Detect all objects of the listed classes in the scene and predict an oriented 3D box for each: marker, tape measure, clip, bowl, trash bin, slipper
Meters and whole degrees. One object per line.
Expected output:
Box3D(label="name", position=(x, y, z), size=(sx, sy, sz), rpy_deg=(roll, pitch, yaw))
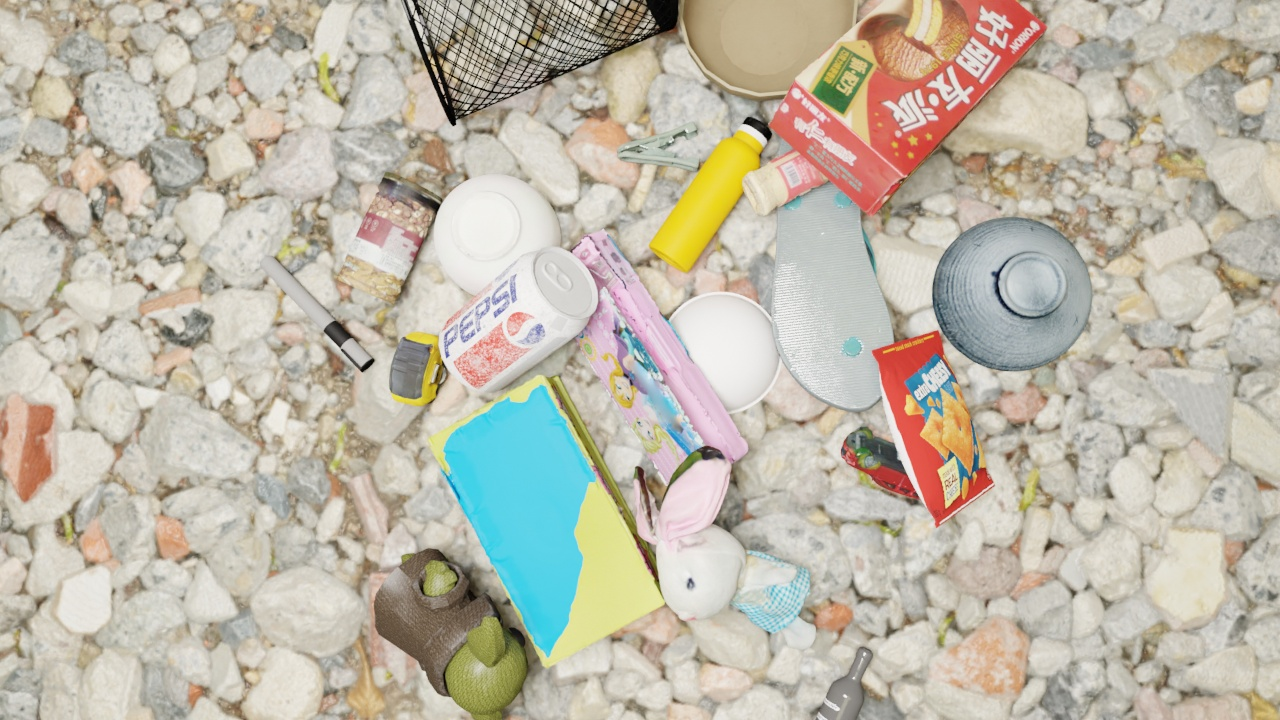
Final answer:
Box3D(label="marker", position=(-0.298, -0.044, 0.844), size=(0.140, 0.016, 0.016), rpy_deg=(44, 90, 6))
Box3D(label="tape measure", position=(-0.193, 0.008, 0.809), size=(0.037, 0.064, 0.065), rpy_deg=(16, 88, 6))
Box3D(label="clip", position=(0.015, -0.190, 0.827), size=(0.076, 0.023, 0.059), rpy_deg=(-5, 84, 2))
Box3D(label="bowl", position=(-0.131, -0.113, 0.812), size=(0.113, 0.063, 0.113), rpy_deg=(0, 86, 4))
Box3D(label="bowl", position=(0.324, -0.060, 0.779), size=(0.137, 0.057, 0.137), rpy_deg=(0, 86, 4))
Box3D(label="bowl", position=(0.070, -0.008, 0.802), size=(0.110, 0.040, 0.110), rpy_deg=(0, 86, 4))
Box3D(label="trash bin", position=(-0.090, -0.320, 0.772), size=(0.210, 0.184, 0.184), rpy_deg=(-19, 85, -3))
Box3D(label="slipper", position=(0.158, -0.082, 0.803), size=(0.098, 0.055, 0.268), rpy_deg=(-6, 75, 6))
Box3D(label="bowl", position=(0.111, -0.299, 0.812), size=(0.152, 0.050, 0.152), rpy_deg=(0, 86, 4))

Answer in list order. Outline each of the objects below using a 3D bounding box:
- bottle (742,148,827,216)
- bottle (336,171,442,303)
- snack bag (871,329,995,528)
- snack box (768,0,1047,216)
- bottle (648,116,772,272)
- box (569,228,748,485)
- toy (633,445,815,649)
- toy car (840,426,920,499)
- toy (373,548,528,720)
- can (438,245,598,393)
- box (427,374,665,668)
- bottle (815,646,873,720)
Box3D(label="bottle", position=(0.141, -0.164, 0.779), size=(0.109, 0.044, 0.044), rpy_deg=(-28, 85, 2))
Box3D(label="bottle", position=(-0.225, -0.109, 0.822), size=(0.056, 0.056, 0.105), rpy_deg=(24, 89, 5))
Box3D(label="snack bag", position=(0.241, 0.051, 0.755), size=(0.039, 0.130, 0.144), rpy_deg=(-23, 84, 40))
Box3D(label="snack box", position=(0.221, -0.232, 0.750), size=(0.113, 0.060, 0.235), rpy_deg=(43, 65, 5))
Box3D(label="bottle", position=(0.065, -0.148, 0.810), size=(0.043, 0.043, 0.143), rpy_deg=(34, 89, 5))
Box3D(label="box", position=(-0.006, 0.005, 0.786), size=(0.085, 0.053, 0.230), rpy_deg=(-37, 84, 39))
Box3D(label="toy", position=(0.064, 0.179, 0.752), size=(0.205, 0.131, 0.105), rpy_deg=(48, 56, -17))
Box3D(label="toy car", position=(0.215, 0.089, 0.785), size=(0.091, 0.042, 0.036), rpy_deg=(24, 120, -1))
Box3D(label="toy", position=(-0.156, 0.225, 0.764), size=(0.153, 0.180, 0.078), rpy_deg=(35, 48, 26))
Box3D(label="can", position=(-0.104, -0.033, 0.769), size=(0.136, 0.078, 0.078), rpy_deg=(-34, 83, 38))
Box3D(label="box", position=(-0.077, 0.132, 0.788), size=(0.124, 0.081, 0.221), rpy_deg=(-31, 83, 2))
Box3D(label="bottle", position=(0.170, 0.297, 0.781), size=(0.030, 0.030, 0.113), rpy_deg=(24, 88, 5))
